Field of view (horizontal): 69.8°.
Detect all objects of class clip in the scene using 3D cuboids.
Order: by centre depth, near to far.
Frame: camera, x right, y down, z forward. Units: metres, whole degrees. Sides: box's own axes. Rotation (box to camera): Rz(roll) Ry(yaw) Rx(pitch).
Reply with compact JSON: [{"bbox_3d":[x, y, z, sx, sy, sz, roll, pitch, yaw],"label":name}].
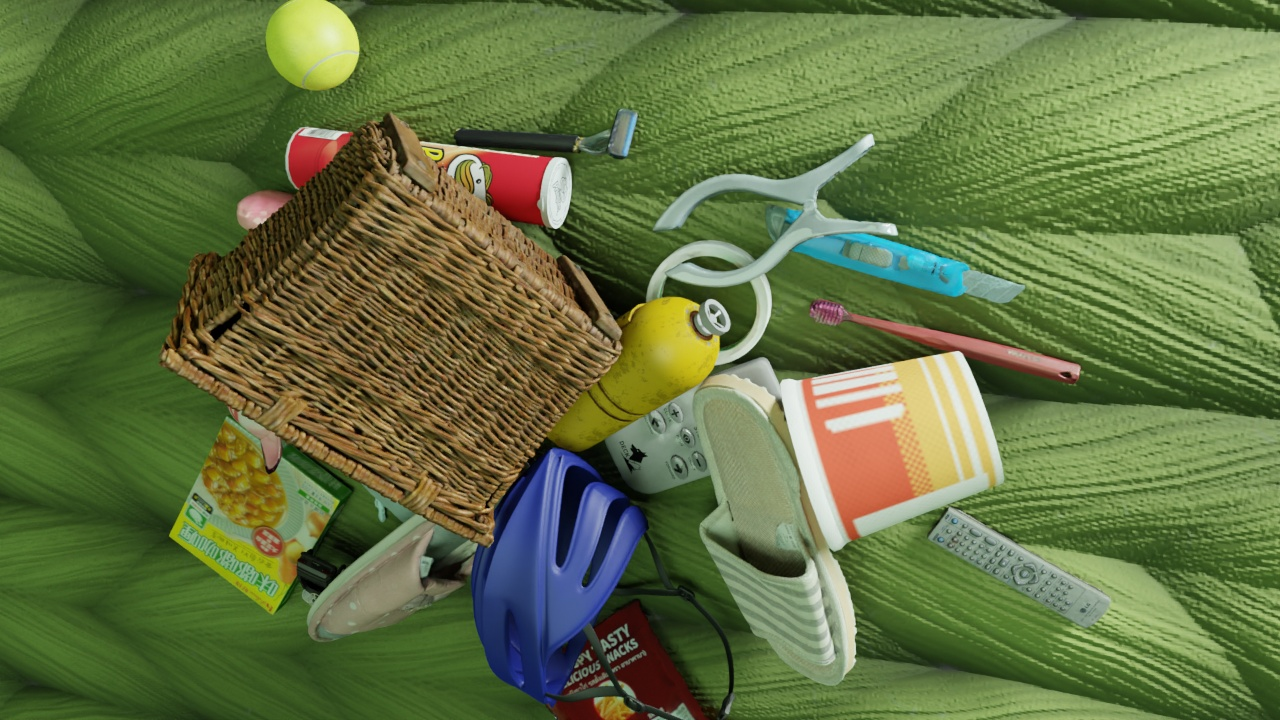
[{"bbox_3d":[0.085,-0.117,0.638,0.163,0.028,0.115,-14,94,14],"label":"clip"}]

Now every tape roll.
[{"bbox_3d":[0.051,-0.043,0.689,0.094,0.018,0.094,5,110,14],"label":"tape roll"}]

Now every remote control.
[{"bbox_3d":[0.286,0.157,0.694,0.136,0.013,0.033,29,115,5],"label":"remote control"},{"bbox_3d":[0.045,0.056,0.725,0.151,0.019,0.074,-21,102,22],"label":"remote control"}]

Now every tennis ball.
[{"bbox_3d":[-0.243,-0.234,0.681,0.065,0.065,0.065,5,110,14],"label":"tennis ball"}]

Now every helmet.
[{"bbox_3d":[-0.023,0.190,0.720,0.228,0.147,0.242,20,122,12],"label":"helmet"}]

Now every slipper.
[{"bbox_3d":[0.095,0.136,0.690,0.115,0.053,0.273,11,125,54],"label":"slipper"},{"bbox_3d":[-0.187,0.178,0.792,0.275,0.114,0.054,-41,70,22],"label":"slipper"}]

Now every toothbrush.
[{"bbox_3d":[0.213,-0.013,0.653,0.190,0.016,0.016,15,112,11],"label":"toothbrush"}]

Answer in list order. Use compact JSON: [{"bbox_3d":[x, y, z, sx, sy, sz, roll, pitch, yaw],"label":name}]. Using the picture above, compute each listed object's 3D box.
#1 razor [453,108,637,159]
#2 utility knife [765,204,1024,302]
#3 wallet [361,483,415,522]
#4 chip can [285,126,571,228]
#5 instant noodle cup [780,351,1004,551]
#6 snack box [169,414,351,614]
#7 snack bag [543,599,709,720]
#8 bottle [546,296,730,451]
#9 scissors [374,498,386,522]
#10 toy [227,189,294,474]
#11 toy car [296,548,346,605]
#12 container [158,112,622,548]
[{"bbox_3d":[-0.072,-0.164,0.682,0.144,0.042,0.022,5,153,19],"label":"razor"},{"bbox_3d":[0.174,-0.072,0.645,0.185,0.015,0.031,17,116,9],"label":"utility knife"},{"bbox_3d":[-0.206,0.069,0.780,0.131,0.054,0.100,45,109,-6],"label":"wallet"},{"bbox_3d":[-0.162,-0.140,0.698,0.215,0.051,0.052,10,111,13],"label":"chip can"},{"bbox_3d":[0.175,0.056,0.638,0.121,0.123,0.123,-18,103,13],"label":"instant noodle cup"},{"bbox_3d":[-0.364,0.146,0.874,0.132,0.027,0.168,36,115,2],"label":"snack box"},{"bbox_3d":[0.003,0.332,0.815,0.139,0.066,0.208,-37,94,19],"label":"snack bag"},{"bbox_3d":[-0.004,0.004,0.675,0.164,0.070,0.071,-32,98,36],"label":"bottle"},{"bbox_3d":[-0.228,0.070,0.814,0.093,0.032,0.175,-11,110,17],"label":"scissors"},{"bbox_3d":[-0.295,-0.025,0.755,0.142,0.084,0.213,35,114,39],"label":"toy"},{"bbox_3d":[-0.298,0.208,0.856,0.040,0.037,0.092,23,146,6],"label":"toy car"},{"bbox_3d":[-0.149,-0.028,0.624,0.183,0.162,0.250,-46,123,9],"label":"container"}]
